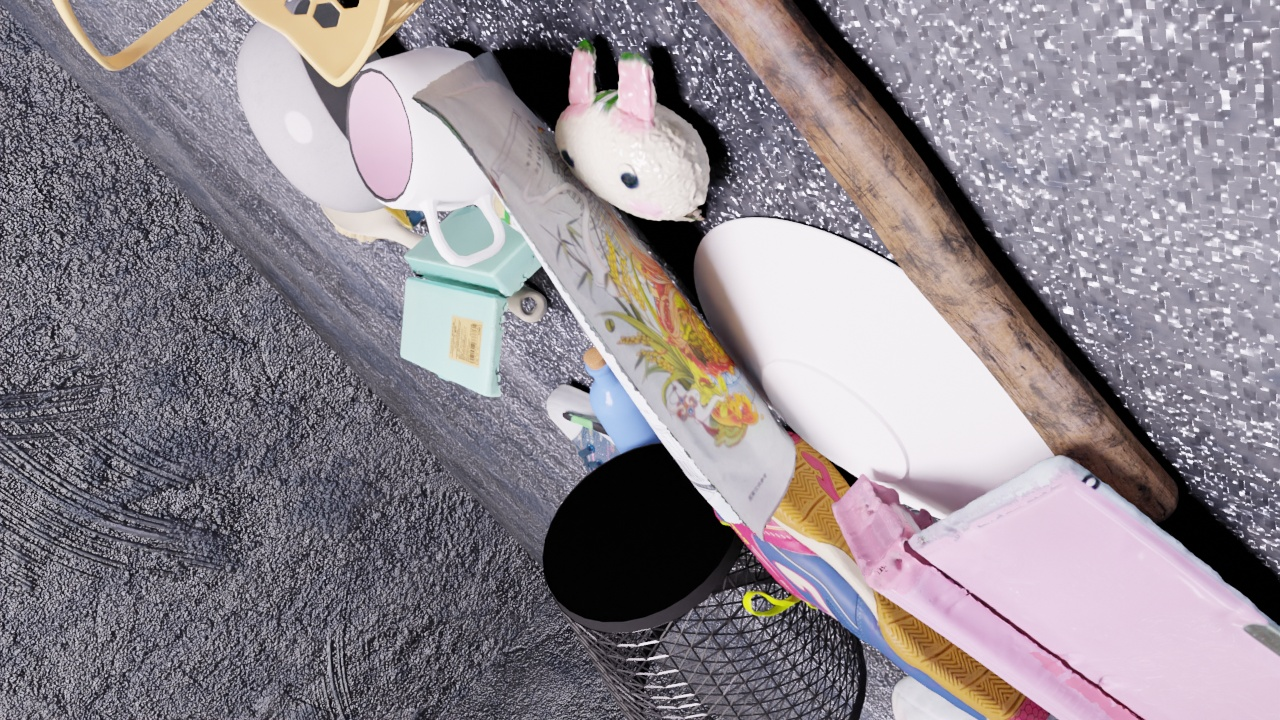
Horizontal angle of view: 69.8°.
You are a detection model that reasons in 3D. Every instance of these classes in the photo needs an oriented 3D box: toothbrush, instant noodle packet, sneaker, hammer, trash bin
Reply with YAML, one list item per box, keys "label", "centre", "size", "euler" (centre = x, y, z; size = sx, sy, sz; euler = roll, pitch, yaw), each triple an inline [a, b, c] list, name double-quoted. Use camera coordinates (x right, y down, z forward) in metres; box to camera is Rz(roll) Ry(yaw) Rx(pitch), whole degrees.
- label: "toothbrush"
  centre: [-0.003, 0.074, 0.823]
  size: [0.188, 0.017, 0.014]
  euler: [15, 132, 36]
- label: "instant noodle packet"
  centre: [-0.008, -0.038, 0.476]
  size: [0.269, 0.057, 0.146]
  euler: [55, -166, -19]
- label: "sneaker"
  centre: [-0.012, 0.122, 0.903]
  size: [0.235, 0.079, 0.087]
  euler: [43, 163, 0]
- label: "hammer"
  centre: [0.096, -0.058, 0.320]
  size: [0.330, 0.033, 0.120]
  euler: [47, 161, -14]
- label: "trash bin"
  centre: [0.048, 0.206, 0.756]
  size: [0.217, 0.216, 0.243]
  euler: [24, 152, 47]
- label: "sneaker"
  centre: [0.149, 0.148, 0.593]
  size: [0.242, 0.116, 0.091]
  euler: [43, 135, 14]

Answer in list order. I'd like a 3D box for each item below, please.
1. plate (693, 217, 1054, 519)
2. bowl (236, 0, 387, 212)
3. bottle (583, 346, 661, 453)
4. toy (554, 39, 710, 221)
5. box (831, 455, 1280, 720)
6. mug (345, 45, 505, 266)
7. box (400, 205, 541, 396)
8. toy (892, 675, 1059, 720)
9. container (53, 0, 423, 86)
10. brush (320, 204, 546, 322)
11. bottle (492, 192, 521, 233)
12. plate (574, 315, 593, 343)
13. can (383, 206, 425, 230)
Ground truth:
- label: "plate"
  centre: [0.108, 0.023, 0.481]
  size: [0.229, 0.030, 0.230]
  euler: [38, 162, 14]
- label: "bowl"
  centre: [-0.200, -0.153, 0.578]
  size: [0.132, 0.064, 0.131]
  euler: [60, -165, -28]
- label: "bottle"
  centre: [-0.015, 0.035, 0.754]
  size: [0.048, 0.048, 0.131]
  euler: [29, 158, 39]
- label: "toy"
  centre: [-0.002, -0.095, 0.427]
  size: [0.087, 0.050, 0.112]
  euler: [30, 153, 36]
- label: "box"
  centre: [0.208, 0.136, 0.419]
  size: [0.233, 0.075, 0.173]
  euler: [36, 163, -6]
- label: "mug"
  centre: [-0.108, -0.113, 0.516]
  size: [0.090, 0.076, 0.124]
  euler: [-21, 88, 49]
- label: "box"
  centre: [-0.127, -0.052, 0.661]
  size: [0.056, 0.138, 0.187]
  euler: [33, 170, -31]
- label: "toy"
  centre: [0.260, 0.259, 0.572]
  size: [0.137, 0.085, 0.209]
  euler: [24, 179, -29]
- label: "container"
  centre: [-0.134, -0.171, 0.326]
  size: [0.129, 0.166, 0.184]
  euler: [48, 162, -16]
- label: "brush"
  centre: [-0.188, -0.101, 0.822]
  size: [0.272, 0.062, 0.077]
  euler: [30, 176, 24]
- label: "bottle"
  centre: [-0.066, -0.097, 0.567]
  size: [0.110, 0.042, 0.043]
  euler: [36, 162, 18]
- label: "plate"
  centre: [-0.004, 0.003, 0.635]
  size: [0.173, 0.019, 0.173]
  euler: [49, 175, 5]
- label: "can"
  centre: [-0.184, -0.147, 0.679]
  size: [0.100, 0.059, 0.054]
  euler: [36, 162, 23]
